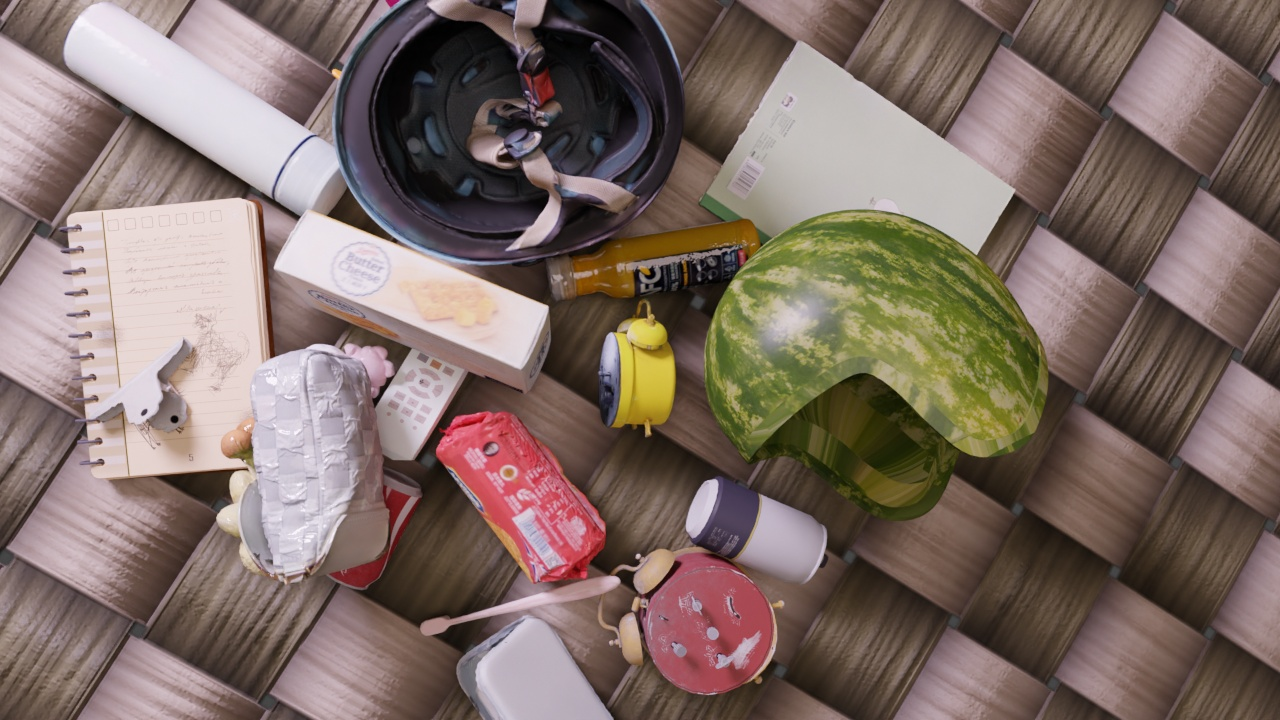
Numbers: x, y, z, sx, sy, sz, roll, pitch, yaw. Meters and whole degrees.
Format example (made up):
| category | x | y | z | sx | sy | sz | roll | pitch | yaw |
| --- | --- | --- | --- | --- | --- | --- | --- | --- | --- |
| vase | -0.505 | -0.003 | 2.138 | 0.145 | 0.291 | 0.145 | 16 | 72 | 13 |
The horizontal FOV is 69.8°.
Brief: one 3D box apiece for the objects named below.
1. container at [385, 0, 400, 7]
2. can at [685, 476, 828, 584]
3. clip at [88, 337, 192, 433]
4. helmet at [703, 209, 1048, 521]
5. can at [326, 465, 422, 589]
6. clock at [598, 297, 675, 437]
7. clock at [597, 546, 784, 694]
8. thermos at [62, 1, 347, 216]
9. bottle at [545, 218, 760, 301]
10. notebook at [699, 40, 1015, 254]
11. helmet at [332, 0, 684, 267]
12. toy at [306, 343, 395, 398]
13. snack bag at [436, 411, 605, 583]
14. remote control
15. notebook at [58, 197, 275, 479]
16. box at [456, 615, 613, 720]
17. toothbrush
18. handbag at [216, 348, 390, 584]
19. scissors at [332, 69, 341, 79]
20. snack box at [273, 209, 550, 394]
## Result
| category | x | y | z | sx | sy | sz | roll | pitch | yaw |
| --- | --- | --- | --- | --- | --- | --- | --- | --- | --- |
| container | -0.113 | -0.377 | 0.741 | 0.226 | 0.183 | 0.183 | -17 | 93 | 0 |
| can | 0.109 | 0.155 | 0.822 | 0.127 | 0.064 | 0.064 | 24 | 87 | -7 |
| clip | -0.395 | 0.032 | 0.742 | 0.101 | 0.038 | 0.054 | -39 | 67 | 2 |
| helmet | 0.180 | -0.008 | 0.752 | 0.247 | 0.214 | 0.242 | 19 | 64 | 1 |
| can | -0.230 | 0.142 | 0.783 | 0.054 | 0.054 | 0.096 | 27 | 87 | -7 |
| clock | -0.005 | 0.005 | 0.797 | 0.057 | 0.083 | 0.119 | 3 | 93 | -13 |
| clock | 0.042 | 0.226 | 0.805 | 0.159 | 0.081 | 0.117 | 17 | 88 | -7 |
| thermos | -0.351 | -0.202 | 0.757 | 0.230 | 0.068 | 0.068 | 32 | 86 | -7 |
| bottle | 0.011 | -0.086 | 0.811 | 0.186 | 0.053 | 0.053 | -10 | 92 | -7 |
| notebook | 0.205 | -0.153 | 0.859 | 0.252 | 0.010 | 0.182 | 32 | 87 | -6 |
| helmet | -0.105 | -0.192 | 0.735 | 0.265 | 0.167 | 0.225 | -17 | 109 | -7 |
| toy | -0.267 | 0.024 | 0.783 | 0.125 | 0.037 | 0.076 | -29 | 94 | 4 |
| snack bag | -0.100 | 0.115 | 0.788 | 0.082 | 0.082 | 0.176 | -36 | 95 | -6 |
| remote control | -0.185 | 0.020 | 0.797 | 0.049 | 0.024 | 0.143 | 28 | 75 | 2 |
| notebook | -0.391 | -0.016 | 0.762 | 0.167 | 0.024 | 0.225 | -4 | 91 | 2 |
| box | -0.065 | 0.324 | 0.781 | 0.107 | 0.110 | 0.216 | -36 | 95 | -10 |
| toothbrush | -0.104 | 0.213 | 0.800 | 0.181 | 0.018 | 0.015 | -15 | 86 | 5 |
| handbag | -0.263 | 0.080 | 0.710 | 0.123 | 0.112 | 0.171 | -7 | 84 | 13 |
| scissors | -0.212 | -0.212 | 0.802 | 0.129 | 0.011 | 0.125 | 10 | 91 | -9 |
| snack box | -0.177 | -0.044 | 0.745 | 0.208 | 0.104 | 0.057 | 22 | 76 | 1 |
